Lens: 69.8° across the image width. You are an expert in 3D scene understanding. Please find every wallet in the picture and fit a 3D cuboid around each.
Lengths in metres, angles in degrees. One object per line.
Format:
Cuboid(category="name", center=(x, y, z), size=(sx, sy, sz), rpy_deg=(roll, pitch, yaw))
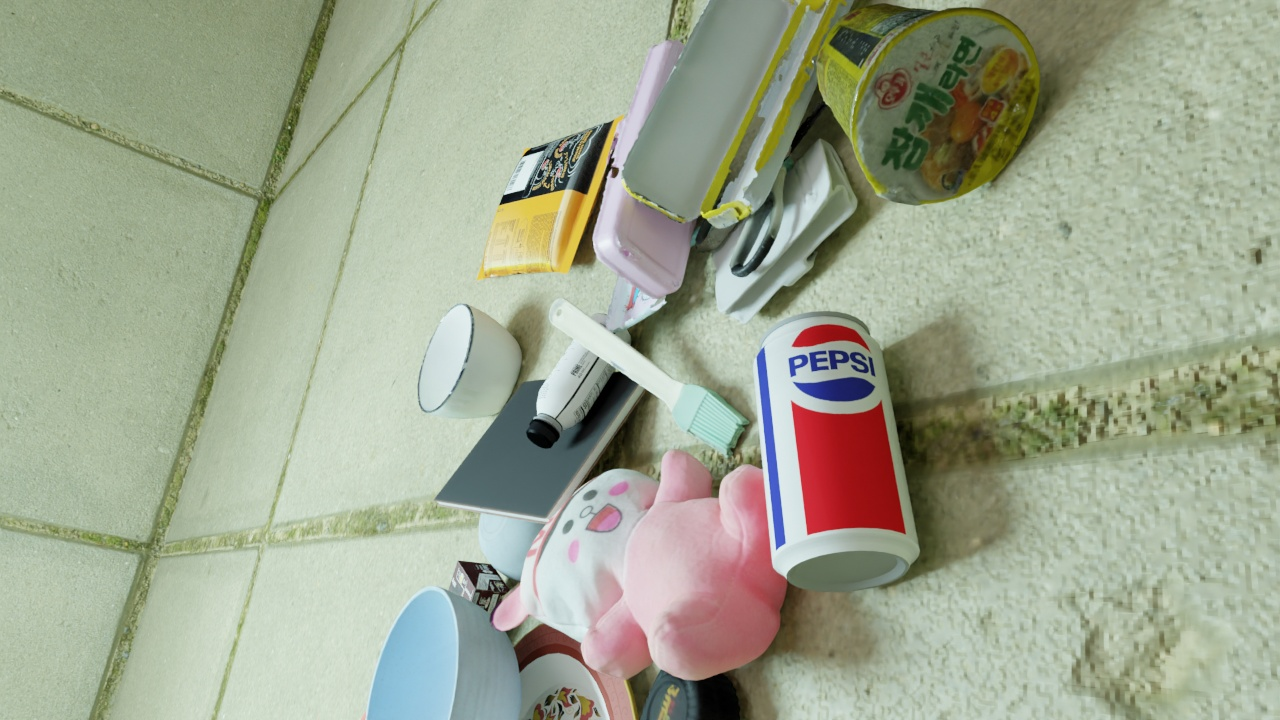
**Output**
Cuboid(category="wallet", center=(0.093, -0.083, 0.601), size=(0.116, 0.032, 0.086), rpy_deg=(-47, 27, 35))

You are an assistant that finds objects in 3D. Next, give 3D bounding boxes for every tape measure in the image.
Cuboid(category="tape measure", center=(0.029, 0.204, 0.519), size=(0.063, 0.038, 0.067), rpy_deg=(5, 73, 66))

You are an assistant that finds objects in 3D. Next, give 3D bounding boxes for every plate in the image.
Cuboid(category="plate", center=(-0.062, 0.293, 0.621), size=(0.231, 0.021, 0.229), rpy_deg=(-35, 45, 43))

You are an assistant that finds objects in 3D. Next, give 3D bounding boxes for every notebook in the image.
Cuboid(category="notebook", center=(-0.085, 0.067, 0.752), size=(0.210, 0.008, 0.141), rpy_deg=(-7, 43, 56))

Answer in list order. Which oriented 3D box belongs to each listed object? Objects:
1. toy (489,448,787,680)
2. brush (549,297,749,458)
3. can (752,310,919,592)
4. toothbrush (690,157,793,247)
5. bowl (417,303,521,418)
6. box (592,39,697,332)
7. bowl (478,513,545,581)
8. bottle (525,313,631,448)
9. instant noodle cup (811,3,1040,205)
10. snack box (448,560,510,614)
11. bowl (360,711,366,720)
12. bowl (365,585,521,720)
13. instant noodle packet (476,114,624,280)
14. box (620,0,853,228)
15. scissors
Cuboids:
Cuboid(category="toy", center=(0.000, 0.125, 0.561), size=(0.214, 0.084, 0.141), rpy_deg=(-8, 43, 51))
Cuboid(category="brush", center=(-0.004, 0.004, 0.659), size=(0.218, 0.012, 0.033), rpy_deg=(35, 102, 42))
Cuboid(category="can", center=(0.098, 0.046, 0.474), size=(0.070, 0.070, 0.131), rpy_deg=(-36, 44, 42))
Cuboid(category="toothbrush", center=(0.049, -0.101, 0.690), size=(0.181, 0.016, 0.016), rpy_deg=(-34, 37, 44))
Cuboid(category="bowl", center=(-0.167, 0.007, 0.911), size=(0.117, 0.065, 0.116), rpy_deg=(-34, 45, 43))
Cuboid(category="box", center=(0.000, -0.131, 0.699), size=(0.103, 0.101, 0.201), rpy_deg=(-16, 51, 45))
Cuboid(category="bowl", center=(-0.104, 0.129, 0.767), size=(0.107, 0.039, 0.106), rpy_deg=(-35, 45, 43))
Cuboid(category="bottle", center=(-0.050, 0.017, 0.710), size=(0.041, 0.041, 0.115), rpy_deg=(-17, 35, 53))
Cuboid(category="instant noodle cup", center=(0.145, -0.150, 0.505), size=(0.102, 0.102, 0.108), rpy_deg=(-55, 24, 22))
Cuboid(category="snack box", center=(-0.151, 0.243, 0.763), size=(0.051, 0.031, 0.141), rpy_deg=(31, 104, 59))
Cuboid(category="bowl", center=(-0.213, 0.360, 0.791), size=(0.131, 0.045, 0.130), rpy_deg=(-35, 45, 43))
Cuboid(category="bowl", center=(-0.134, 0.245, 0.665), size=(0.151, 0.074, 0.150), rpy_deg=(-34, 46, 44))
Cuboid(category="instant noodle packet", center=(-0.099, -0.159, 0.936), size=(0.221, 0.032, 0.159), rpy_deg=(5, 74, 58))
Cuboid(category="box", center=(0.067, -0.192, 0.616), size=(0.210, 0.080, 0.084), rpy_deg=(-66, 16, -18))
Cuboid(category="scissors", center=(0.083, -0.120, 0.605), size=(0.170, 0.012, 0.157), rpy_deg=(-37, 34, 50))
